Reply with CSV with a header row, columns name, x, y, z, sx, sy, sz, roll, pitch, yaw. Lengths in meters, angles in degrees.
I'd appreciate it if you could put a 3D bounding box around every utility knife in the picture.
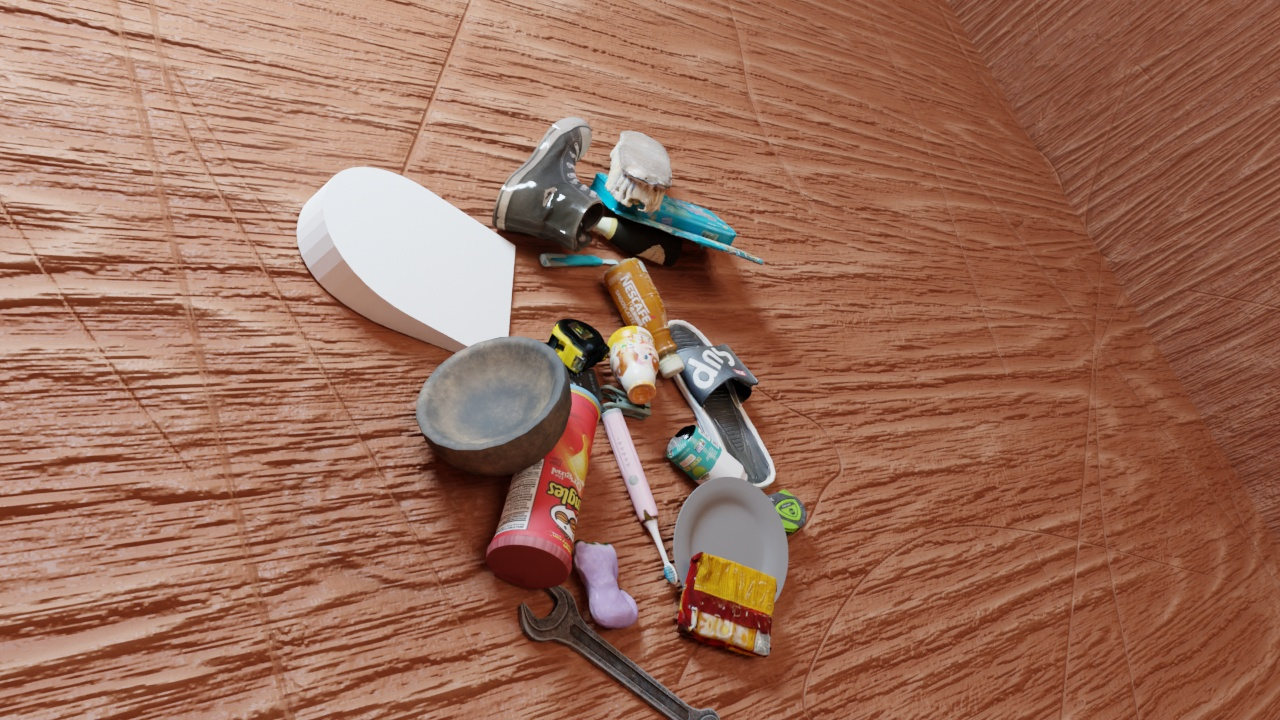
name,x,y,z,sx,sy,sz,roll,pitch,yaw
utility knife,-0.079,-0.136,1.251,0.140,0.015,0.022,-3,43,-43

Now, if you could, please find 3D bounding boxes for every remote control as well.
name,x,y,z,sx,sy,sz,roll,pitch,yaw
remote control,-0.115,0.032,1.095,0.150,0.022,0.047,3,60,-38

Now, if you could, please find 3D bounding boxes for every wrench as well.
name,x,y,z,sx,sy,sz,roll,pitch,yaw
wrench,-0.017,0.329,0.971,0.273,0.010,0.069,40,42,-11

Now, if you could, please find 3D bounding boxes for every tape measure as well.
name,x,y,z,sx,sy,sz,roll,pitch,yaw
tape measure,0.188,0.206,1.224,0.065,0.036,0.058,-9,58,-41
tape measure,-0.078,-0.020,1.133,0.072,0.042,0.071,34,30,20

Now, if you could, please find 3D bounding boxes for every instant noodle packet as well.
name,x,y,z,sx,sy,sz,roll,pitch,yaw
instant noodle packet,0.106,0.288,1.074,0.135,0.040,0.098,24,66,-25

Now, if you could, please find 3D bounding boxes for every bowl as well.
name,x,y,z,sx,sy,sz,roll,pitch,yaw
bowl,-0.147,0.054,0.963,0.070,0.162,0.161,73,22,-43

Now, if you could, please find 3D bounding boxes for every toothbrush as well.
name,x,y,z,sx,sy,sz,roll,pitch,yaw
toothbrush,0.001,0.161,1.096,0.026,0.027,0.222,30,36,-65

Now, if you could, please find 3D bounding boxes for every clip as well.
name,x,y,z,sx,sy,sz,roll,pitch,yaw
clip,-0.021,0.055,1.159,0.075,0.023,0.037,18,49,-34

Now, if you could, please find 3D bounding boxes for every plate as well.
name,x,y,z,sx,sy,sz,roll,pitch,yaw
plate,0.110,0.232,1.125,0.178,0.012,0.178,9,73,-32

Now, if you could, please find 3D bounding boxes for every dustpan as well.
name,x,y,z,sx,sy,sz,roll,pitch,yaw
dustpan,-0.267,-0.113,1.068,0.257,0.053,0.191,31,43,-37

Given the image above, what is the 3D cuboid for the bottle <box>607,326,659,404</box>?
name,x,y,z,sx,sy,sz,roll,pitch,yaw
bottle,-0.007,0.007,1.161,0.063,0.063,0.109,22,34,-29

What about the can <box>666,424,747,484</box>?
name,x,y,z,sx,sy,sz,roll,pitch,yaw
can,0.085,0.131,1.171,0.101,0.055,0.054,41,42,-11

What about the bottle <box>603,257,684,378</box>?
name,x,y,z,sx,sy,sz,roll,pitch,yaw
bottle,0.009,-0.055,1.238,0.059,0.059,0.167,-13,72,-46

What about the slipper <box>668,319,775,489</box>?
name,x,y,z,sx,sy,sz,roll,pitch,yaw
slipper,0.116,0.052,1.254,0.111,0.063,0.263,-7,69,-44

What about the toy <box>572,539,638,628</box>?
name,x,y,z,sx,sy,sz,roll,pitch,yaw
toy,-0.037,0.244,0.996,0.080,0.037,0.099,22,41,-50

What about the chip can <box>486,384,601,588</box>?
name,x,y,z,sx,sy,sz,roll,pitch,yaw
chip can,-0.099,0.130,0.987,0.087,0.087,0.212,31,44,-21

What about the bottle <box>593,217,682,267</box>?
name,x,y,z,sx,sy,sz,roll,pitch,yaw
bottle,-0.030,-0.184,1.310,0.184,0.046,0.045,18,50,-23

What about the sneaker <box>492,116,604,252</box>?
name,x,y,z,sx,sy,sz,roll,pitch,yaw
sneaker,-0.093,-0.237,1.229,0.120,0.095,0.234,24,43,5

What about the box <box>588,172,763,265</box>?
name,x,y,z,sx,sy,sz,roll,pitch,yaw
box,0.055,-0.200,1.345,0.226,0.039,0.181,12,24,-36

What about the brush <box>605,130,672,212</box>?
name,x,y,z,sx,sy,sz,roll,pitch,yaw
brush,-0.002,-0.276,1.316,0.083,0.057,0.270,22,23,-11
